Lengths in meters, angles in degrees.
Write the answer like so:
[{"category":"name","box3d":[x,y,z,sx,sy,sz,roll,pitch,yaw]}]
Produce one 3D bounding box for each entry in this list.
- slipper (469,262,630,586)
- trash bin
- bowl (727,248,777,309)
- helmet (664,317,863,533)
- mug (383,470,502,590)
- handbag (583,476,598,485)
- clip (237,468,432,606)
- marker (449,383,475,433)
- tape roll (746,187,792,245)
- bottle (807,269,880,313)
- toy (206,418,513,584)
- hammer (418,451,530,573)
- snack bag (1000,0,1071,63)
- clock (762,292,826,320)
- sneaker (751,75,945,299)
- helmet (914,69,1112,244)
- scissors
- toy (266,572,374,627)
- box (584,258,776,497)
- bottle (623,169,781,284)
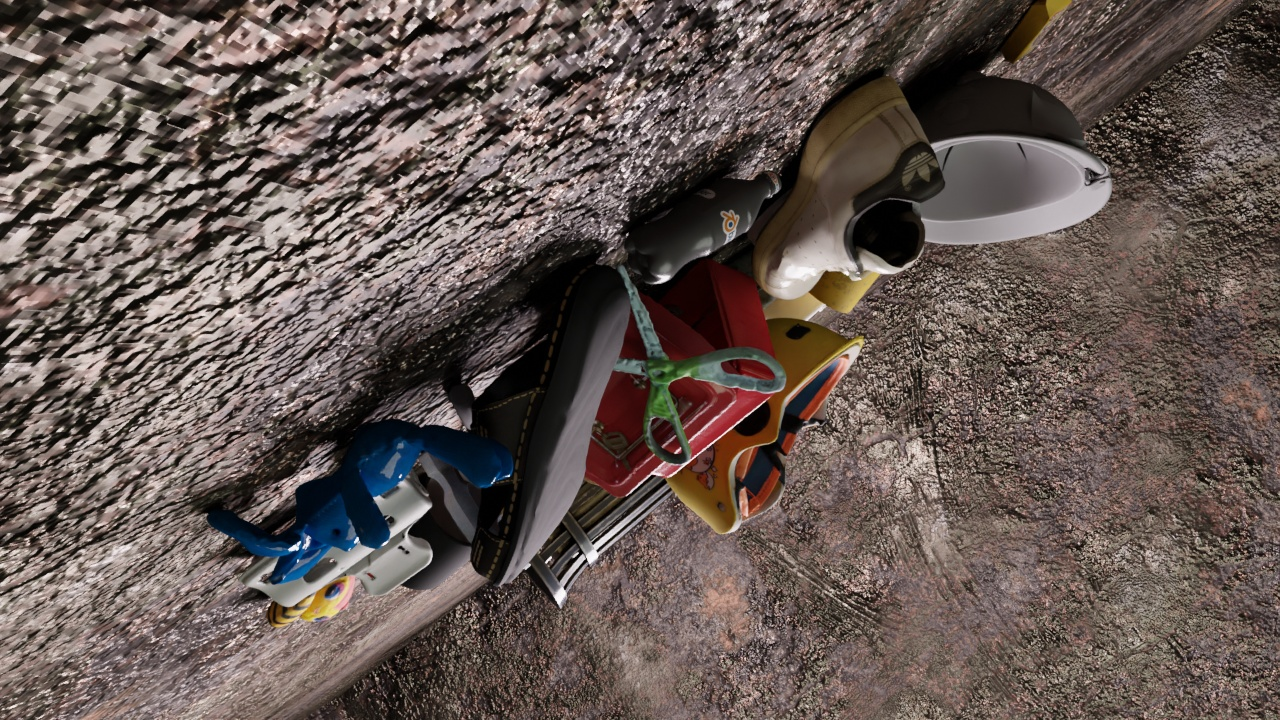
[{"category":"slipper","box3d":[-0.074,0.046,0.602,0.112,0.076,0.269,-49,162,-51]},{"category":"trash bin","box3d":[-0.066,0.176,1.169,0.227,0.164,0.164,-38,173,-17]},{"category":"bowl","box3d":[0.091,-0.063,0.881,0.157,0.038,0.157,-36,172,-6]},{"category":"helmet","box3d":[0.102,0.044,0.918,0.240,0.140,0.208,-62,160,13]},{"category":"mug","box3d":[-0.190,0.144,0.788,0.113,0.078,0.088,12,137,-43]},{"category":"handbag","box3d":[-0.018,0.060,0.966,0.119,0.081,0.111,-21,140,-55]},{"category":"clip","box3d":[-0.206,0.124,0.658,0.124,0.072,0.143,-33,164,-5]},{"category":"marker","box3d":[-0.120,0.038,0.650,0.016,0.016,0.141,-35,171,-12]},{"category":"tape roll","box3d":[0.129,-0.128,0.763,0.093,0.013,0.093,-35,172,-6]},{"category":"bottle","box3d":[0.230,-0.131,0.906,0.164,0.071,0.070,-55,164,26]},{"category":"toy","box3d":[-0.162,0.077,0.525,0.176,0.071,0.112,-27,171,8]},{"category":"hammer","box3d":[-0.109,0.112,0.844,0.025,0.118,0.332,-32,178,7]},{"category":"snack bag","box3d":[0.316,-0.268,0.737,0.026,0.020,0.099,-37,172,-5]},{"category":"clock","box3d":[0.169,-0.062,1.029,0.160,0.073,0.125,-42,180,-13]},{"category":"sneaker","box3d":[0.156,-0.096,0.673,0.088,0.102,0.242,-32,164,-17]},{"category":"helmet","box3d":[0.289,-0.187,0.777,0.184,0.117,0.270,-8,167,33]},{"category":"scissors","box3d":[0.017,0.005,0.631,0.174,0.171,0.022,-3,-142,22]},{"category":"toy","box3d":[-0.284,0.204,0.802,0.084,0.046,0.103,-32,169,14]},{"category":"box","box3d":[0.015,0.004,0.739,0.158,0.154,0.167,-43,-170,35]},{"category":"bottle","box3d":[0.041,-0.085,0.555,0.109,0.036,0.036,-33,171,-21]}]
